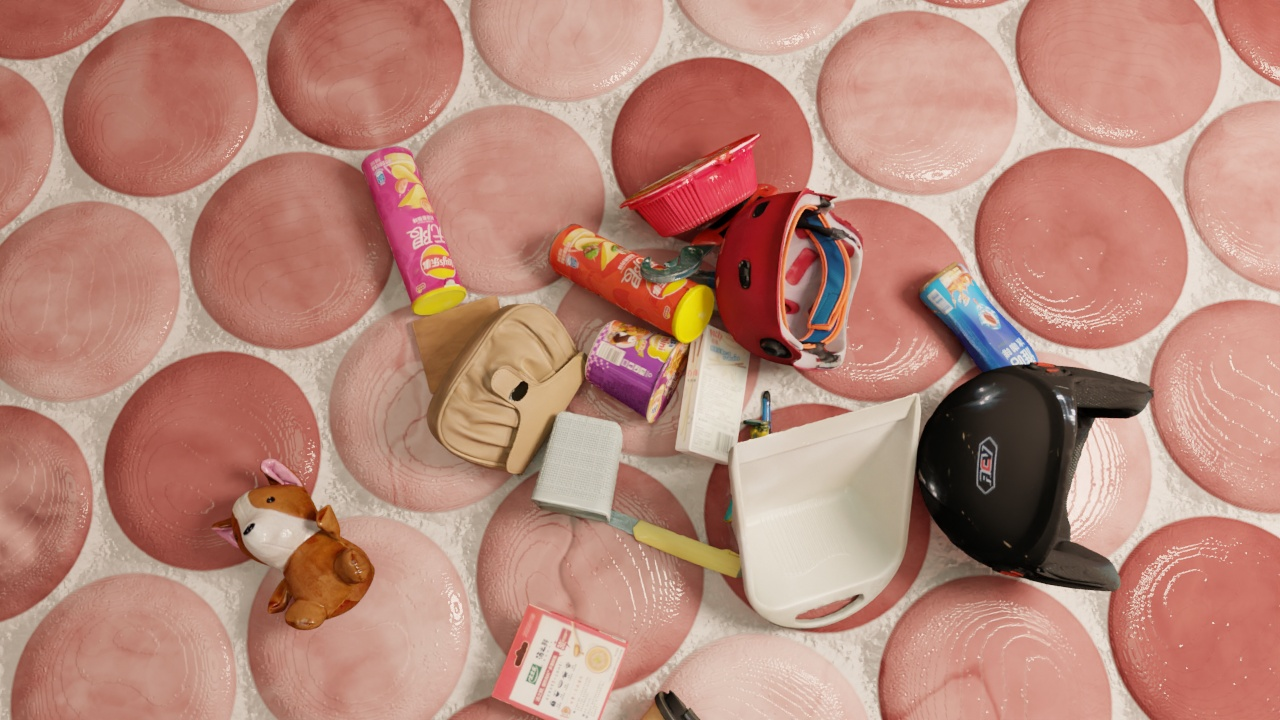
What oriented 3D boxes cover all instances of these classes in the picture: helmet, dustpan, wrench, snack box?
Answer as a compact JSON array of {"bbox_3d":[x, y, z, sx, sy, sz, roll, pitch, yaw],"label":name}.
[{"bbox_3d":[0.417,0.118,1.003,0.231,0.274,0.233,8,86,31],"label":"helmet"},{"bbox_3d":[0.157,-0.098,1.083,0.144,0.240,0.206,4,74,34],"label":"helmet"},{"bbox_3d":[0.210,0.187,1.020,0.222,0.258,0.142,-14,58,-13],"label":"dustpan"},{"bbox_3d":[0.095,-0.160,1.125,0.056,0.016,0.272,26,45,27],"label":"wrench"},{"bbox_3d":[0.090,0.043,1.119,0.027,0.084,0.156,-4,71,46],"label":"snack box"},{"bbox_3d":[-0.092,0.359,1.068,0.127,0.044,0.113,22,79,4],"label":"snack box"}]

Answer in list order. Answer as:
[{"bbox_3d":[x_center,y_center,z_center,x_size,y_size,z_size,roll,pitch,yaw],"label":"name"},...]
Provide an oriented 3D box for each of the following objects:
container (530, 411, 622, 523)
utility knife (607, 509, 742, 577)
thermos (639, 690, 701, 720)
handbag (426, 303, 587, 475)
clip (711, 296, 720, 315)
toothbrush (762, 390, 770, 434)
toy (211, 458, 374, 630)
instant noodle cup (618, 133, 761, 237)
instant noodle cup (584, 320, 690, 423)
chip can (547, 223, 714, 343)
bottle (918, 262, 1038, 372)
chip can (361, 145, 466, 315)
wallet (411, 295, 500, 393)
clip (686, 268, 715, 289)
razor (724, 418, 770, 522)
[{"bbox_3d":[-0.071,0.127,1.098,0.090,0.090,0.111,11,74,5],"label":"container"},{"bbox_3d":[0.042,0.220,1.110,0.196,0.020,0.031,21,74,4],"label":"utility knife"},{"bbox_3d":[0.015,0.444,1.029,0.143,0.093,0.093,-44,80,-1],"label":"thermos"},{"bbox_3d":[-0.154,0.035,1.101,0.147,0.100,0.204,36,80,-24],"label":"handbag"},{"bbox_3d":[0.057,-0.070,1.173,0.103,0.092,0.035,9,73,-33],"label":"clip"},{"bbox_3d":[0.155,0.129,1.130,0.014,0.016,0.189,4,77,-4],"label":"toothbrush"},{"bbox_3d":[-0.409,0.217,1.072,0.140,0.130,0.199,-46,71,-3],"label":"toy"},{"bbox_3d":[0.072,-0.209,1.132,0.193,0.194,0.066,-29,103,-6],"label":"instant noodle cup"},{"bbox_3d":[-0.007,0.007,1.119,0.099,0.111,0.111,24,79,16],"label":"instant noodle cup"},{"bbox_3d":[-0.014,-0.098,1.115,0.217,0.073,0.073,31,79,31],"label":"chip can"},{"bbox_3d":[0.436,-0.021,1.132,0.065,0.065,0.218,-36,80,-7],"label":"bottle"},{"bbox_3d":[-0.292,-0.166,1.174,0.071,0.071,0.210,-22,78,-4],"label":"chip can"},{"bbox_3d":[-0.225,-0.020,1.168,0.115,0.020,0.101,-16,79,0],"label":"wallet"},{"bbox_3d":[0.075,-0.108,1.180,0.058,0.026,0.038,10,66,11],"label":"clip"},{"bbox_3d":[0.129,0.135,1.122,0.028,0.043,0.132,22,81,-27],"label":"razor"}]
